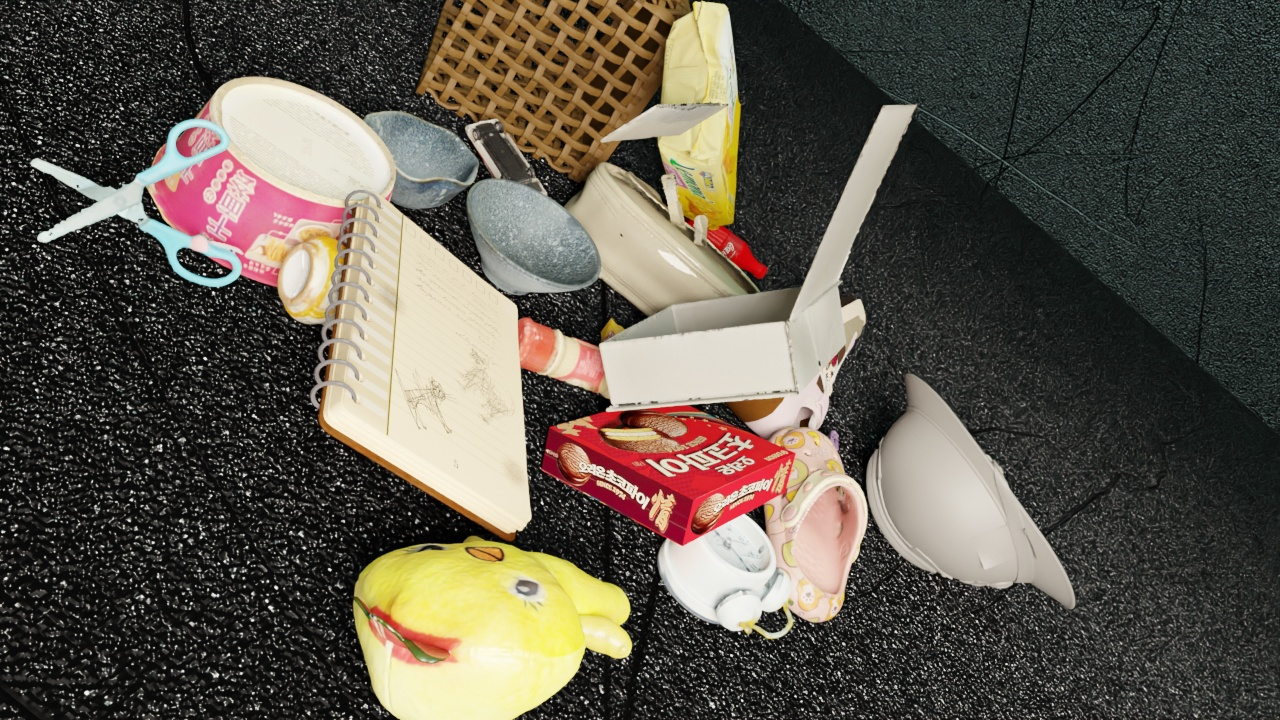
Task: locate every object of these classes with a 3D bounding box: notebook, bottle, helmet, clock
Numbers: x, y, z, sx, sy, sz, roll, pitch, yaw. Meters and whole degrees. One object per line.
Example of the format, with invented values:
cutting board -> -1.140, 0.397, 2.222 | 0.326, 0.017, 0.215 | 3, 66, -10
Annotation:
notebook -> -0.139, -0.006, 0.617 | 0.167, 0.024, 0.225 | 42, 24, -37
bottle -> -0.060, 0.000, 0.778 | 0.109, 0.044, 0.044 | 22, 37, -30
bottle -> 0.106, -0.141, 1.137 | 0.119, 0.036, 0.036 | 35, 32, -12
helmet -> 0.302, 0.153, 0.921 | 0.271, 0.118, 0.183 | 59, 5, 18
bottle -> -0.203, -0.048, 0.664 | 0.108, 0.063, 0.063 | 19, 36, -52
clock -> 0.068, 0.163, 0.697 | 0.117, 0.057, 0.083 | 47, 31, 22

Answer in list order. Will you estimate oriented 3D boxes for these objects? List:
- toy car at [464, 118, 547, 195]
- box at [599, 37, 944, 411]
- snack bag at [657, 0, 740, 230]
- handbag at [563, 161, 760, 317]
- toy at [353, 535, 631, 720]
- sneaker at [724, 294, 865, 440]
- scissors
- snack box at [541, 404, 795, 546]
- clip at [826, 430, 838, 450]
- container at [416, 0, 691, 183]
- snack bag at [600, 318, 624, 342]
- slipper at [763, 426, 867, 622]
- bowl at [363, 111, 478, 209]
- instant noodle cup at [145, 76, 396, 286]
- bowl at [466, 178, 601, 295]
toy car -> -0.139, -0.199, 0.942 | 0.039, 0.039, 0.113 | -21, 63, -27
box -> 0.109, -0.086, 0.724 | 0.165, 0.331, 0.166 | 33, 26, 12
snack bag -> 0.065, -0.243, 0.965 | 0.247, 0.068, 0.159 | 49, 44, -77
handbag -> 0.046, -0.124, 0.975 | 0.229, 0.132, 0.183 | 49, 25, 9
toy -> -0.081, 0.148, 0.528 | 0.134, 0.092, 0.207 | 19, 13, 29
sneaker -> 0.183, 0.011, 0.988 | 0.293, 0.112, 0.116 | -22, 89, -57
scissors -> -0.314, -0.110, 0.598 | 0.135, 0.129, 0.015 | 30, -7, -38
snack box -> 0.025, 0.079, 0.718 | 0.133, 0.036, 0.151 | 23, 20, 32
clip -> 0.199, 0.088, 0.966 | 0.013, 0.032, 0.051 | 41, 29, 1
container -> -0.095, -0.390, 1.049 | 0.214, 0.220, 0.251 | 26, 35, -23
snack bag -> -0.005, 0.005, 0.846 | 0.099, 0.026, 0.020 | 53, 33, 16
slipper -> 0.162, 0.132, 0.805 | 0.093, 0.082, 0.196 | 33, 40, -22
bowl -> -0.203, -0.171, 0.816 | 0.110, 0.055, 0.110 | 22, 34, -16
instant noodle cup -> -0.265, -0.142, 0.697 | 0.178, 0.078, 0.178 | 28, 34, -21
bowl -> -0.108, -0.097, 0.831 | 0.137, 0.057, 0.136 | 28, 34, -21
